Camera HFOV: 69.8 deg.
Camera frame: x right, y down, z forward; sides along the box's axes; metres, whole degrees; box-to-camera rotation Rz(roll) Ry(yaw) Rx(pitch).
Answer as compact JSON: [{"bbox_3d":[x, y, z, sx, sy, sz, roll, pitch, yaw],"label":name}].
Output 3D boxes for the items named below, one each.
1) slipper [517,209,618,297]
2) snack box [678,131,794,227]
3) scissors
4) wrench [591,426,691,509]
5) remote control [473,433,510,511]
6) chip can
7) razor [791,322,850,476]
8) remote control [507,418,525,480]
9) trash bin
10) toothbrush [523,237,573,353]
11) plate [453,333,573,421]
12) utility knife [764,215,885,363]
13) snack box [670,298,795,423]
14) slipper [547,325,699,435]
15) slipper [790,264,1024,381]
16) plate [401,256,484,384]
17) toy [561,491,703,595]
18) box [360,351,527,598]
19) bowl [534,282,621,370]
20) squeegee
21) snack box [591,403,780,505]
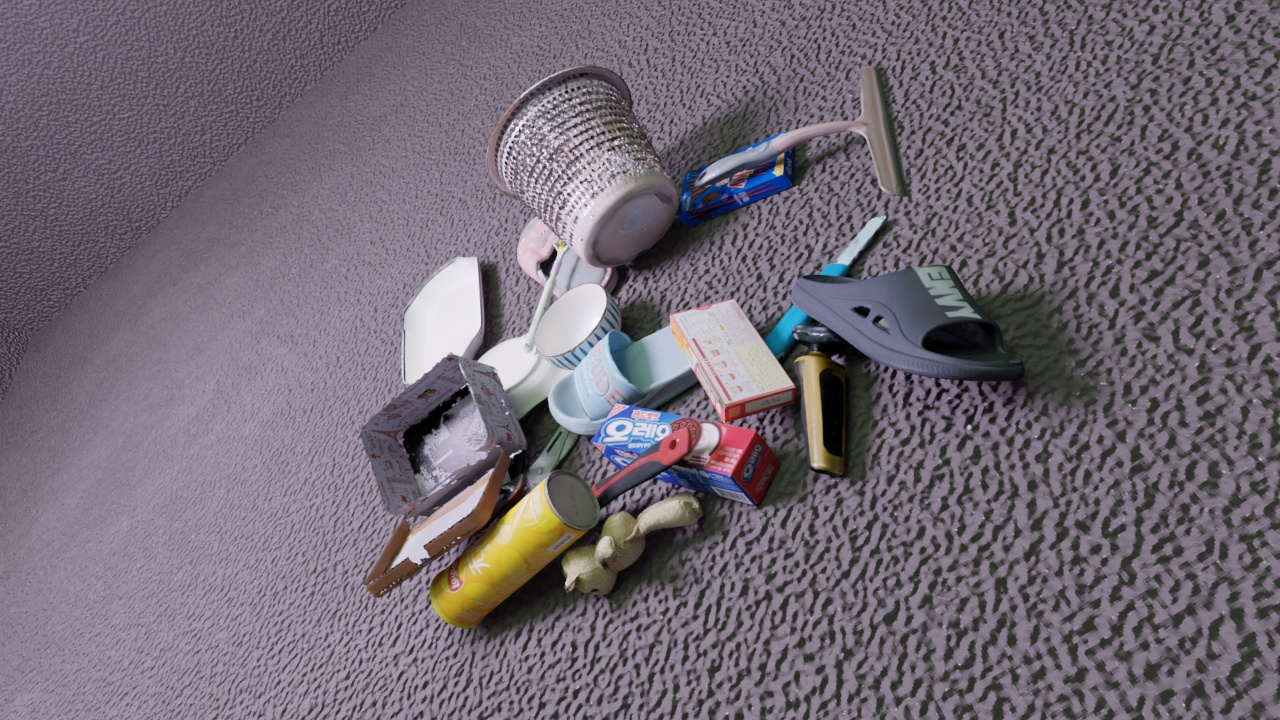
[{"bbox_3d":[-0.117,-0.154,1.320,0.114,0.054,0.274,-44,39,2],"label":"slipper"},{"bbox_3d":[0.124,-0.234,1.191,0.157,0.026,0.084,-17,46,32],"label":"snack box"},{"bbox_3d":[-0.139,0.141,1.083,0.197,0.015,0.205,-12,56,7],"label":"scissors"},{"bbox_3d":[-0.037,0.140,0.948,0.274,0.016,0.056,-41,36,36],"label":"wrench"},{"bbox_3d":[-0.195,0.122,1.131,0.056,0.019,0.135,-31,63,22],"label":"remote control"},{"bbox_3d":[-0.134,0.200,0.959,0.214,0.072,0.072,-43,35,29],"label":"chip can"},{"bbox_3d":[0.177,0.035,0.879,0.068,0.062,0.167,132,150,-51],"label":"razor"},{"bbox_3d":[-0.172,0.100,1.165,0.053,0.024,0.136,-33,39,17],"label":"remote control"},{"bbox_3d":[-0.060,-0.238,1.212,0.228,0.227,0.192,-39,66,8],"label":"trash bin"},{"bbox_3d":[-0.126,-0.090,1.229,0.029,0.020,0.189,2,59,21],"label":"toothbrush"},{"bbox_3d":[-0.173,0.019,1.209,0.163,0.034,0.164,-40,36,-12],"label":"plate"},{"bbox_3d":[0.194,-0.075,0.987,0.216,0.018,0.034,-51,36,-5],"label":"utility knife"},{"bbox_3d":[0.092,-0.004,0.949,0.077,0.027,0.155,-15,42,-11],"label":"snack box"},{"bbox_3d":[-0.006,0.006,1.054,0.246,0.074,0.103,-27,42,18],"label":"slipper"},{"bbox_3d":[0.235,-0.053,0.843,0.268,0.110,0.083,40,128,57],"label":"slipper"},{"bbox_3d":[-0.297,-0.058,1.416,0.162,0.034,0.265,-34,39,15],"label":"plate"},{"bbox_3d":[-0.009,0.181,0.919,0.157,0.066,0.105,-33,7,9],"label":"toy"},{"bbox_3d":[-0.229,0.133,1.059,0.179,0.125,0.273,-36,40,19],"label":"box"},{"bbox_3d":[-0.070,-0.034,1.157,0.117,0.066,0.116,-26,41,24],"label":"bowl"},{"bbox_3d":[0.178,-0.258,1.115,0.250,0.040,0.247,-14,48,20],"label":"squeegee"},{"bbox_3d":[0.040,0.094,0.947,0.208,0.057,0.058,8,58,47],"label":"snack box"}]
